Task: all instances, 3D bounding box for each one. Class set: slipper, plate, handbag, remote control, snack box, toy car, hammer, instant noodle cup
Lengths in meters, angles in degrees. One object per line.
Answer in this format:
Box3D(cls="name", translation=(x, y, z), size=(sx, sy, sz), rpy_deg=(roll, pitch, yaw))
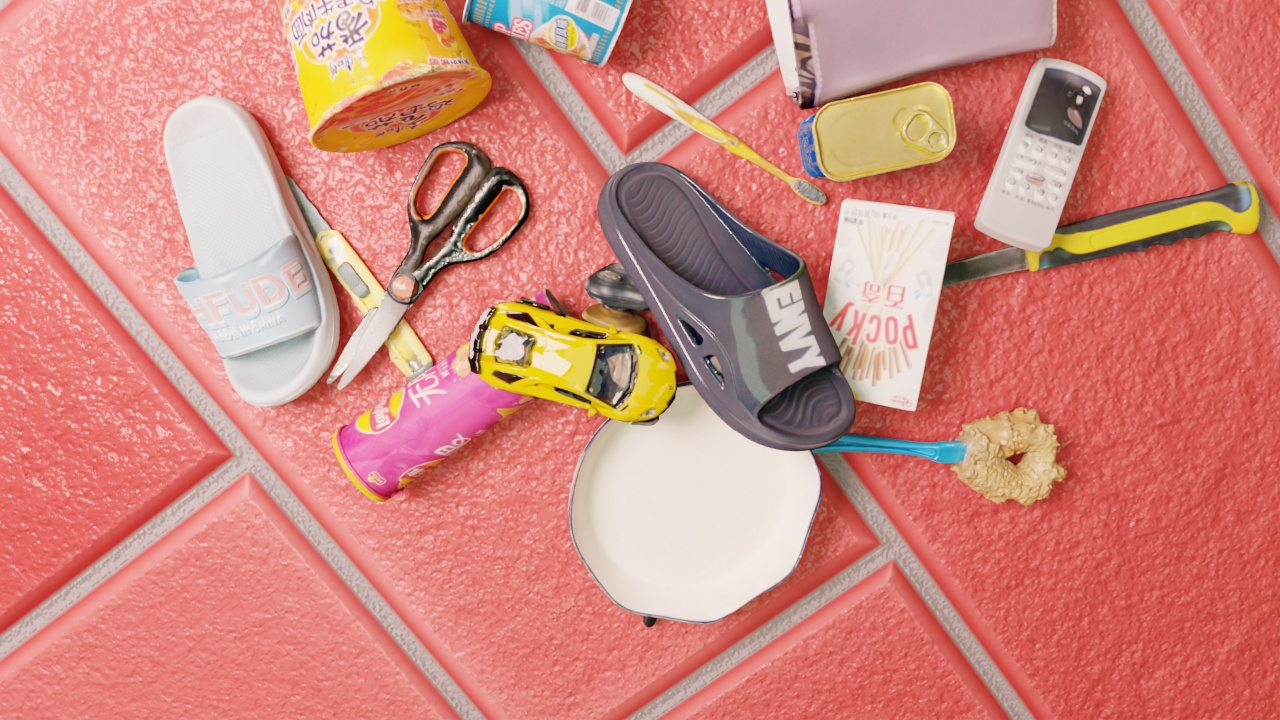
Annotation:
Box3D(cls="slipper", translation=(0.068, -0.050, 0.682), size=(0.110, 0.083, 0.268), rpy_deg=(-33, 81, -26))
Box3D(cls="plate", translation=(0.042, 0.110, 0.741), size=(0.204, 0.045, 0.205), rpy_deg=(-3, 105, -10))
Box3D(cls="handbag", translation=(0.194, -0.279, 0.670), size=(0.197, 0.098, 0.145), rpy_deg=(-15, 116, 2))
Box3D(cls="remote control", translation=(0.311, -0.160, 0.711), size=(0.058, 0.021, 0.150), rpy_deg=(21, 85, 2))
Box3D(cls="snack box", translation=(0.188, -0.044, 0.719), size=(0.085, 0.026, 0.157), rpy_deg=(11, 106, 15))
Box3D(cls="toy car", translation=(-0.048, 0.001, 0.675), size=(0.156, 0.041, 0.071), rpy_deg=(16, 92, 5))
Box3D(cls="hammer", translation=(0.331, -0.092, 0.740), size=(0.323, 0.032, 0.126), rpy_deg=(-14, 101, 3))
Box3D(cls="instant noodle cup", translation=(-0.062, -0.272, 0.677), size=(0.110, 0.099, 0.099), rpy_deg=(22, 100, -11))
Box3D(cls="slipper", translation=(-0.310, -0.082, 0.713), size=(0.104, 0.074, 0.245), rpy_deg=(-12, 100, 10))
Box3D(cls="instant noodle cup", translation=(-0.191, -0.229, 0.666), size=(0.138, 0.138, 0.110), rpy_deg=(-21, 92, 3))

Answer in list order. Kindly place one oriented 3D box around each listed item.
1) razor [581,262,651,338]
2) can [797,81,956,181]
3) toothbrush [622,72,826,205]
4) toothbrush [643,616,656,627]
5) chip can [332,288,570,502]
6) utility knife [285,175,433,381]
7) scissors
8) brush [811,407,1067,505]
Box3D(cls="razor", translation=(-0.004, 0.004, 0.748), size=(0.068, 0.062, 0.167), rpy_deg=(-4, 107, 24))
Box3D(cls="can", translation=(0.175, -0.171, 0.698), size=(0.102, 0.083, 0.057), rpy_deg=(-12, 101, 2))
Box3D(cls="toothbrush", translation=(0.068, -0.176, 0.729), size=(0.191, 0.018, 0.016), rpy_deg=(31, 97, -6))
Box3D(cls="toothbrush", translation=(0.042, 0.134, 0.786), size=(0.026, 0.027, 0.213), rpy_deg=(17, 102, -20))
Box3D(cls="chip can", translation=(-0.142, 0.028, 0.741), size=(0.211, 0.071, 0.071), rpy_deg=(-34, 99, 6))
Box3D(cls="utility knife", translation=(-0.236, -0.067, 0.755), size=(0.031, 0.022, 0.210), rpy_deg=(-35, 94, 1))
Box3D(cls="scissors", translation=(-0.170, -0.062, 0.741), size=(0.142, 0.021, 0.235), rpy_deg=(15, 96, -6))
Box3D(cls="brush", translation=(0.229, 0.075, 0.772), size=(0.255, 0.045, 0.083), rpy_deg=(3, 105, 3))
